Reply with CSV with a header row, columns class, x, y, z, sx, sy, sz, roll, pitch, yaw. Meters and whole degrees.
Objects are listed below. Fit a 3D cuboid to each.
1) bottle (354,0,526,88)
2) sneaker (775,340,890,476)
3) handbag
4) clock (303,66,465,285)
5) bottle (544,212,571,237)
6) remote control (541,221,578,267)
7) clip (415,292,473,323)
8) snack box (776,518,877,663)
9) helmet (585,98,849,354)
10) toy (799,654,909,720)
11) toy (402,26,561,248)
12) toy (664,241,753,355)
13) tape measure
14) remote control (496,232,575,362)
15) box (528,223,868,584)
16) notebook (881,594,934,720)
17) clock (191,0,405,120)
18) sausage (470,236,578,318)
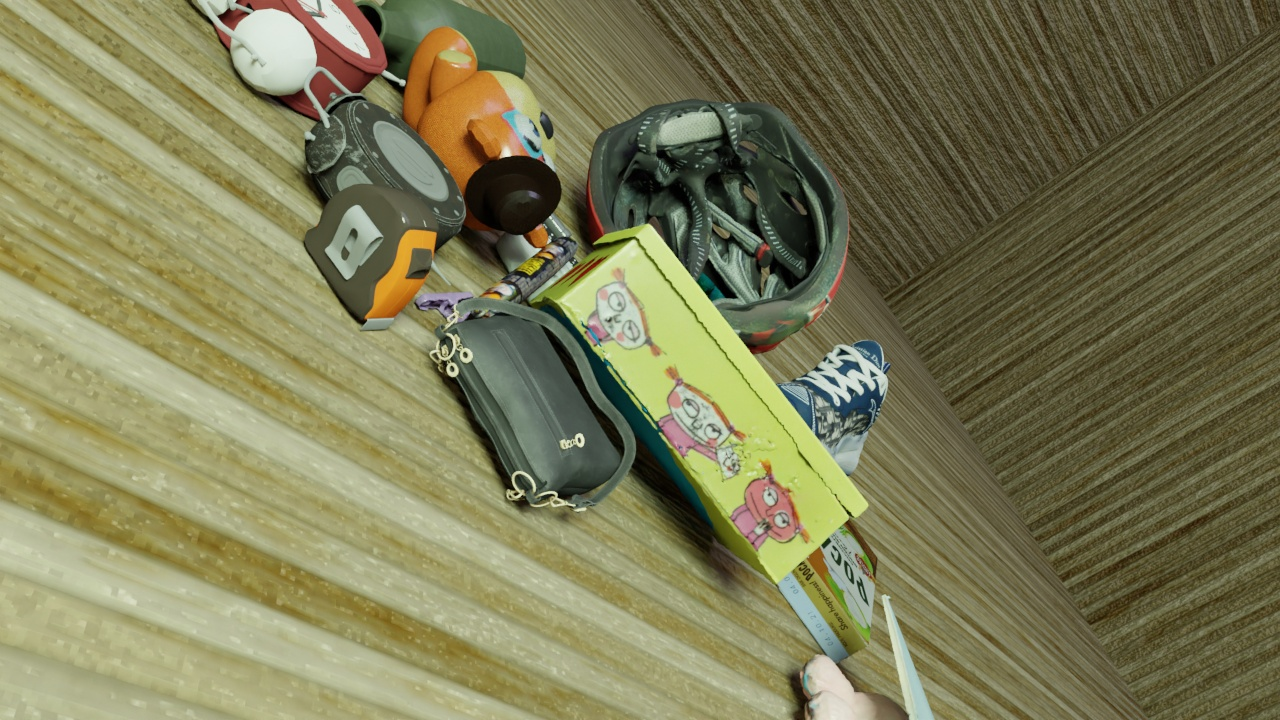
class,x,y,z,sx,sy,sz,roll,pitch,yaw
bottle,-0.155,-0.238,0.695,0.071,0.072,0.206,53,18,0
sneaker,0.183,0.033,0.885,0.103,0.132,0.269,36,8,24
handbag,-0.060,0.022,0.483,0.128,0.054,0.079,59,23,9
clock,-0.146,-0.101,0.508,0.123,0.044,0.091,44,19,-28
bottle,-0.094,-0.140,0.729,0.113,0.030,0.030,52,18,-5
remote control,-0.086,-0.103,0.705,0.147,0.015,0.033,49,19,-12
clip,-0.111,-0.031,0.521,0.045,0.014,0.050,40,25,-27
snack box,0.153,0.166,0.773,0.101,0.032,0.185,54,18,3
helmet,0.064,-0.111,0.807,0.167,0.217,0.271,92,-18,-54
toy,0.138,0.237,0.575,0.105,0.053,0.108,47,19,-8
toy,-0.104,-0.140,0.601,0.112,0.096,0.175,65,6,-50
toy,0.077,-0.086,0.997,0.193,0.072,0.130,52,16,-33
tape measure,-0.130,-0.056,0.446,0.058,0.059,0.038,53,20,10
remote control,-0.058,-0.048,0.652,0.114,0.028,0.060,55,19,5
box,0.030,0.023,0.578,0.221,0.080,0.124,53,-10,-10
notebook,0.202,0.299,0.567,0.180,0.009,0.253,-75,144,-67
clock,-0.202,-0.191,0.530,0.096,0.048,0.137,56,17,7
sausage,-0.069,-0.054,0.580,0.020,0.020,0.155,51,27,-8
